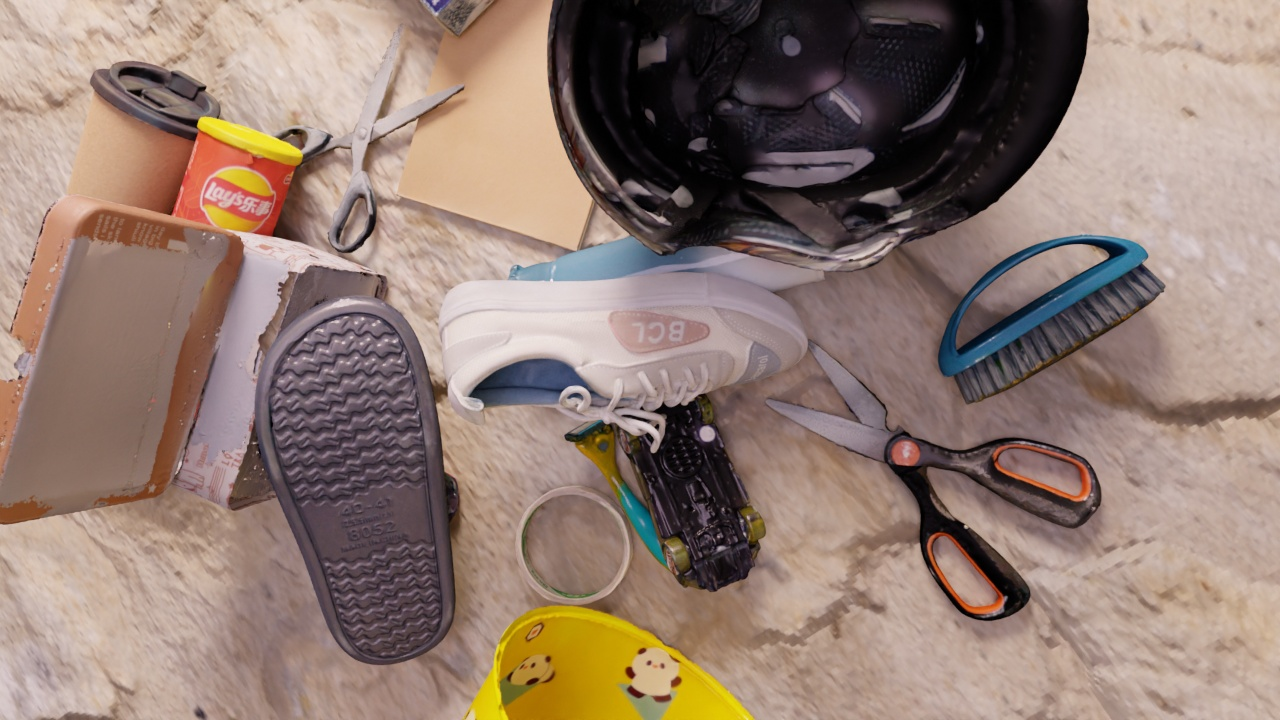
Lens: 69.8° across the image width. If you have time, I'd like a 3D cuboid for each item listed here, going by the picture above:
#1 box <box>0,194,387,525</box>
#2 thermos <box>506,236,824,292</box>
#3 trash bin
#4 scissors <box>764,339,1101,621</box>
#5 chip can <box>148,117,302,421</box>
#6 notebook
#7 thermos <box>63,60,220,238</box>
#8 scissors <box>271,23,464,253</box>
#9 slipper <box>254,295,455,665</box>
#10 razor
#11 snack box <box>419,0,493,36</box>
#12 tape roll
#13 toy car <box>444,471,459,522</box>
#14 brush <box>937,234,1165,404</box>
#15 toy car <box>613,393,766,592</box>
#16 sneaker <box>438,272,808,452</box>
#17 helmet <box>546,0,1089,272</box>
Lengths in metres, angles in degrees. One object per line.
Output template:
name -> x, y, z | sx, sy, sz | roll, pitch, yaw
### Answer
box -> -0.276, 0.005, 0.583 | 0.082, 0.260, 0.177 | 20, 94, 10
thermos -> 0.013, -0.057, 0.630 | 0.221, 0.070, 0.070 | -15, 88, 11
trash bin -> -0.057, 0.329, 0.577 | 0.229, 0.229, 0.255 | 36, 102, 8
scissors -> 0.191, 0.083, 0.620 | 0.225, 0.021, 0.204 | 2, 92, 10
chip can -> -0.319, -0.065, 0.675 | 0.073, 0.073, 0.217 | 25, 99, 9
notebook -> -0.082, -0.201, 0.669 | 0.149, 0.012, 0.211 | 19, 94, 10
thermos -> -0.380, -0.148, 0.690 | 0.093, 0.093, 0.143 | 35, 105, 8
scissors -> -0.209, -0.163, 0.686 | 0.181, 0.014, 0.159 | -10, 89, 15
slipper -> -0.191, 0.081, 0.630 | 0.110, 0.083, 0.268 | -11, 112, -15
razor -> -0.004, 0.099, 0.653 | 0.043, 0.028, 0.132 | -31, 85, -35
snack box -> -0.128, -0.360, 0.651 | 0.183, 0.045, 0.178 | -42, 80, 9
tape roll -> -0.049, 0.134, 0.669 | 0.086, 0.014, 0.086 | 0, 92, 11
toy car -> -0.188, 0.098, 0.684 | 0.106, 0.031, 0.049 | 10, 92, -3
brush -> 0.255, -0.034, 0.589 | 0.144, 0.055, 0.073 | -32, 87, 10
toy car -> 0.032, 0.080, 0.633 | 0.070, 0.042, 0.158 | -18, 82, -15
sneaker -> -0.003, 0.003, 0.577 | 0.242, 0.090, 0.090 | 1, 57, -13
helmet -> 0.085, -0.178, 0.525 | 0.274, 0.156, 0.230 | -7, 120, -1
